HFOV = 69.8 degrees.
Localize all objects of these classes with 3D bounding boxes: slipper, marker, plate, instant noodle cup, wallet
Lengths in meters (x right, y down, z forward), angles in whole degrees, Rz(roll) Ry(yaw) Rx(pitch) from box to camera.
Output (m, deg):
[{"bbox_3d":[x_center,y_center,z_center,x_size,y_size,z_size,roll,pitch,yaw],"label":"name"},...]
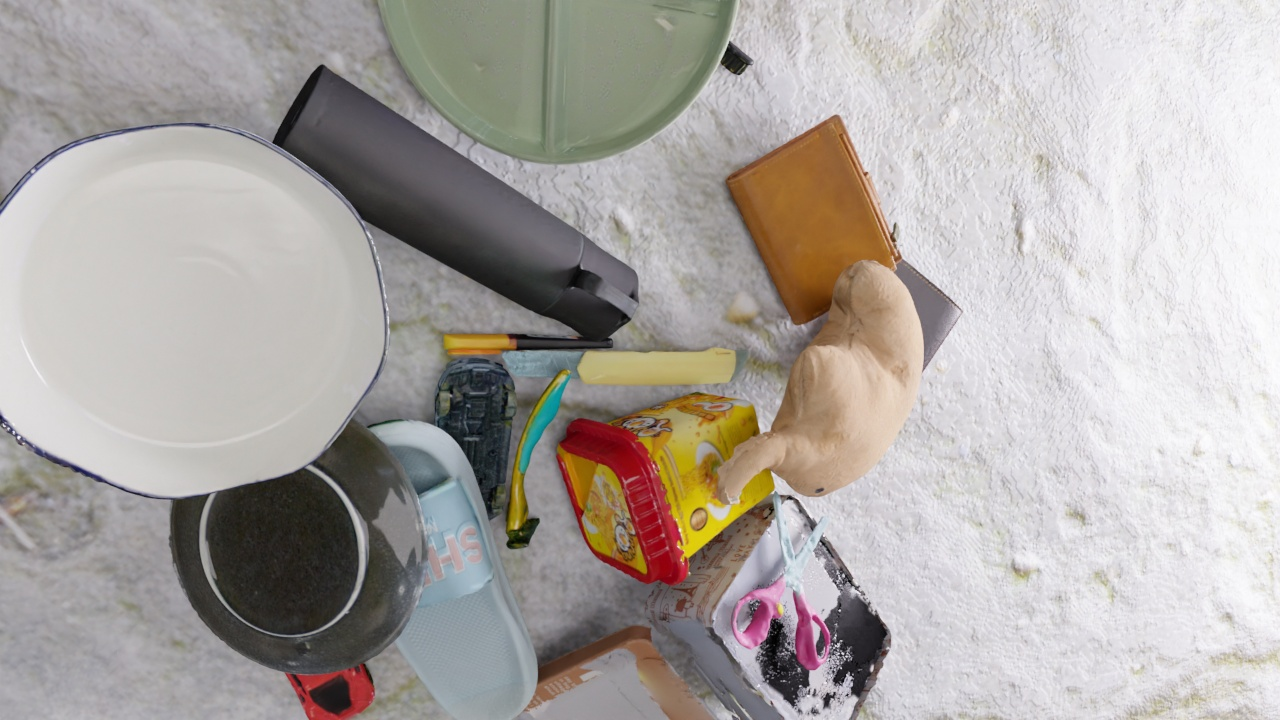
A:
[{"bbox_3d":[-0.141,0.155,0.613,0.104,0.074,0.245,-17,110,9],"label":"slipper"},{"bbox_3d":[-0.078,-0.012,0.654,0.123,0.018,0.015,-1,98,-22],"label":"marker"},{"bbox_3d":[-0.052,-0.240,0.572,0.230,0.027,0.230,2,109,6],"label":"plate"},{"bbox_3d":[0.022,0.083,0.664,0.123,0.116,0.116,-24,106,-28],"label":"instant noodle cup"},{"bbox_3d":[-0.219,0.113,0.570,0.179,0.024,0.179,1,96,10],"label":"plate"},{"bbox_3d":[0.144,-0.111,0.711,0.119,0.035,0.131,-32,108,-9],"label":"wallet"},{"bbox_3d":[0.203,-0.019,0.762,0.096,0.020,0.122,35,87,-17],"label":"wallet"},{"bbox_3d":[-0.244,-0.026,0.502,0.204,0.045,0.205,-8,112,-20],"label":"plate"}]

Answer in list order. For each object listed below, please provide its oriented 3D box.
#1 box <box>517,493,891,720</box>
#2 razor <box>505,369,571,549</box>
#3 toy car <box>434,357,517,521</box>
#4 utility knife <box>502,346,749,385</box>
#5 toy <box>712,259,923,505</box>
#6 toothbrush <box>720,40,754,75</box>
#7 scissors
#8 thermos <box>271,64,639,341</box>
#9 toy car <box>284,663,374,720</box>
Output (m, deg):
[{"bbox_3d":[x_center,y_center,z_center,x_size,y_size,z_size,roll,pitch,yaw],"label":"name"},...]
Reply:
[{"bbox_3d":[0.056,0.239,0.698,0.271,0.133,0.179,-39,110,-6],"label":"box"},{"bbox_3d":[-0.073,0.066,0.645,0.028,0.043,0.133,17,106,5],"label":"razor"},{"bbox_3d":[-0.118,0.058,0.641,0.054,0.037,0.121,1,108,-20],"label":"toy car"},{"bbox_3d":[-0.004,0.004,0.670,0.207,0.021,0.031,-1,103,-36],"label":"utility knife"},{"bbox_3d":[0.136,0.035,0.660,0.225,0.083,0.143,-52,129,-29],"label":"toy"},{"bbox_3d":[-0.001,-0.271,0.638,0.212,0.026,0.027,34,120,-24],"label":"toothbrush"},{"bbox_3d":[0.110,0.163,0.655,0.133,0.017,0.131,-47,110,-37],"label":"scissors"},{"bbox_3d":[-0.104,-0.090,0.580,0.242,0.090,0.068,29,82,-29],"label":"thermos"},{"bbox_3d":[-0.222,0.202,0.628,0.049,0.031,0.106,-25,105,-17],"label":"toy car"}]
